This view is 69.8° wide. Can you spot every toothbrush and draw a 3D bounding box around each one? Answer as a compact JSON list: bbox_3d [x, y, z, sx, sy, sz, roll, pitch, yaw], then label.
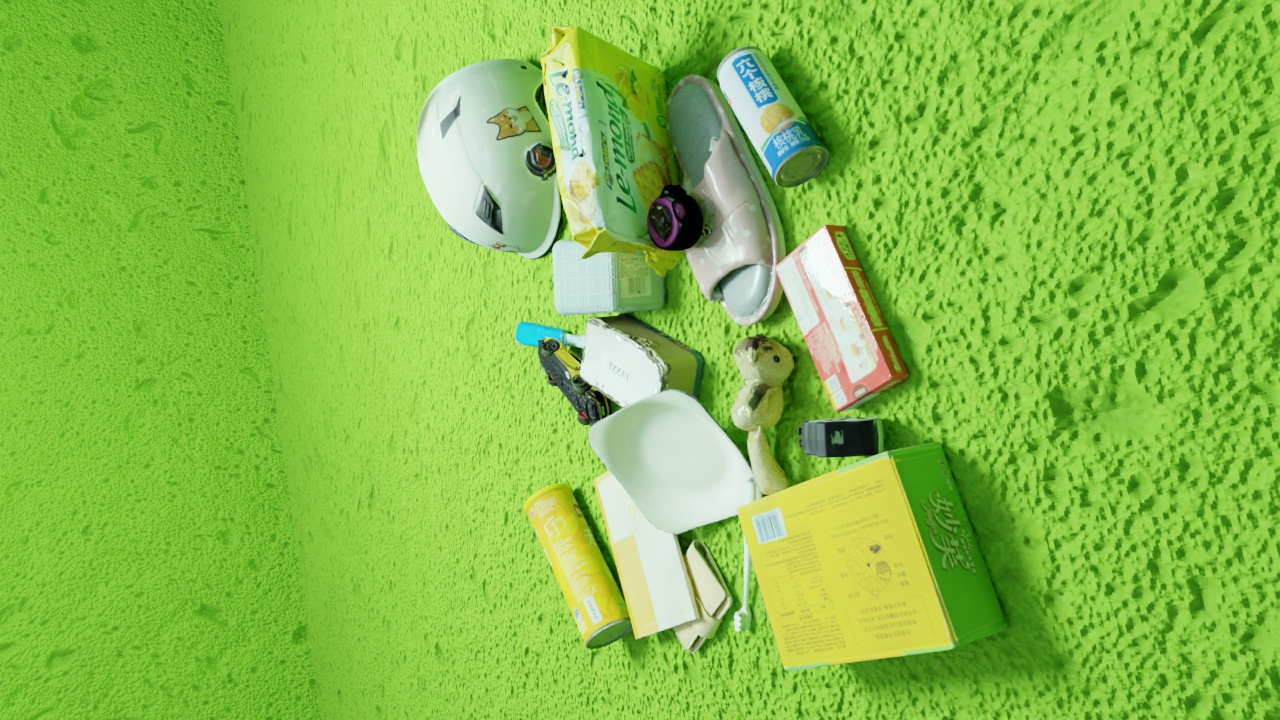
[{"bbox_3d":[0.108,0.202,0.950,0.016,0.016,0.180,25,120,50],"label":"toothbrush"}]

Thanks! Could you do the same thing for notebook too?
[{"bbox_3d":[0.003,0.218,1.095,0.146,0.010,0.206,-40,61,52],"label":"notebook"}]

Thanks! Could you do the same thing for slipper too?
[{"bbox_3d":[0.073,-0.165,0.925,0.114,0.054,0.274,-34,67,52],"label":"slipper"}]

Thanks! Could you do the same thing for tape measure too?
[{"bbox_3d":[0.177,0.066,0.798,0.066,0.066,0.033,168,100,-83],"label":"tape measure"},{"bbox_3d":[0.032,-0.137,0.905,0.058,0.039,0.057,59,139,28],"label":"tape measure"}]

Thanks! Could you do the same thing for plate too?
[{"bbox_3d":[0.041,0.104,0.980,0.165,0.034,0.163,-26,107,39],"label":"plate"}]

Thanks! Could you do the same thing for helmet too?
[{"bbox_3d":[-0.218,-0.273,1.245,0.231,0.156,0.274,-11,86,56],"label":"helmet"}]

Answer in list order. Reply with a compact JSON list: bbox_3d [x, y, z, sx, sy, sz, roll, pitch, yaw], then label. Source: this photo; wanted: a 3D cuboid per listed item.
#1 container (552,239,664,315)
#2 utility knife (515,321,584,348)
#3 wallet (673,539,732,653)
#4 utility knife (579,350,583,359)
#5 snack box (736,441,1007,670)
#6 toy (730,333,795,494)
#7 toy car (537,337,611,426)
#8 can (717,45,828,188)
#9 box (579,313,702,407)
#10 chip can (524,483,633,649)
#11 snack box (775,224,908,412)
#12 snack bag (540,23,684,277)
[{"bbox_3d":[-0.034,-0.098,1.066,0.112,0.090,0.090,5,99,53],"label":"container"},{"bbox_3d":[-0.117,-0.030,1.256,0.219,0.018,0.034,10,102,56],"label":"utility knife"},{"bbox_3d":[0.061,0.272,1.039,0.087,0.024,0.115,55,136,34],"label":"wallet"},{"bbox_3d":[-0.022,0.046,1.138,0.216,0.022,0.031,51,132,45],"label":"utility knife"},{"bbox_3d":[0.189,0.175,0.794,0.211,0.069,0.157,-35,66,52],"label":"snack box"},{"bbox_3d":[0.121,0.052,0.892,0.105,0.066,0.157,-48,-47,-79],"label":"toy"},{"bbox_3d":[-0.089,0.023,1.194,0.156,0.041,0.071,45,151,40],"label":"toy car"},{"bbox_3d":[0.120,-0.226,0.847,0.053,0.053,0.134,-52,53,46],"label":"can"},{"bbox_3d":[-0.006,0.006,1.066,0.184,0.062,0.090,36,123,50],"label":"box"},{"bbox_3d":[-0.082,0.266,1.206,0.213,0.072,0.072,60,139,31],"label":"chip can"},{"bbox_3d":[0.177,-0.038,0.818,0.075,0.025,0.152,-42,61,49],"label":"snack box"},{"bbox_3d":[-0.028,-0.215,0.960,0.068,0.157,0.246,-15,79,35],"label":"snack bag"}]
